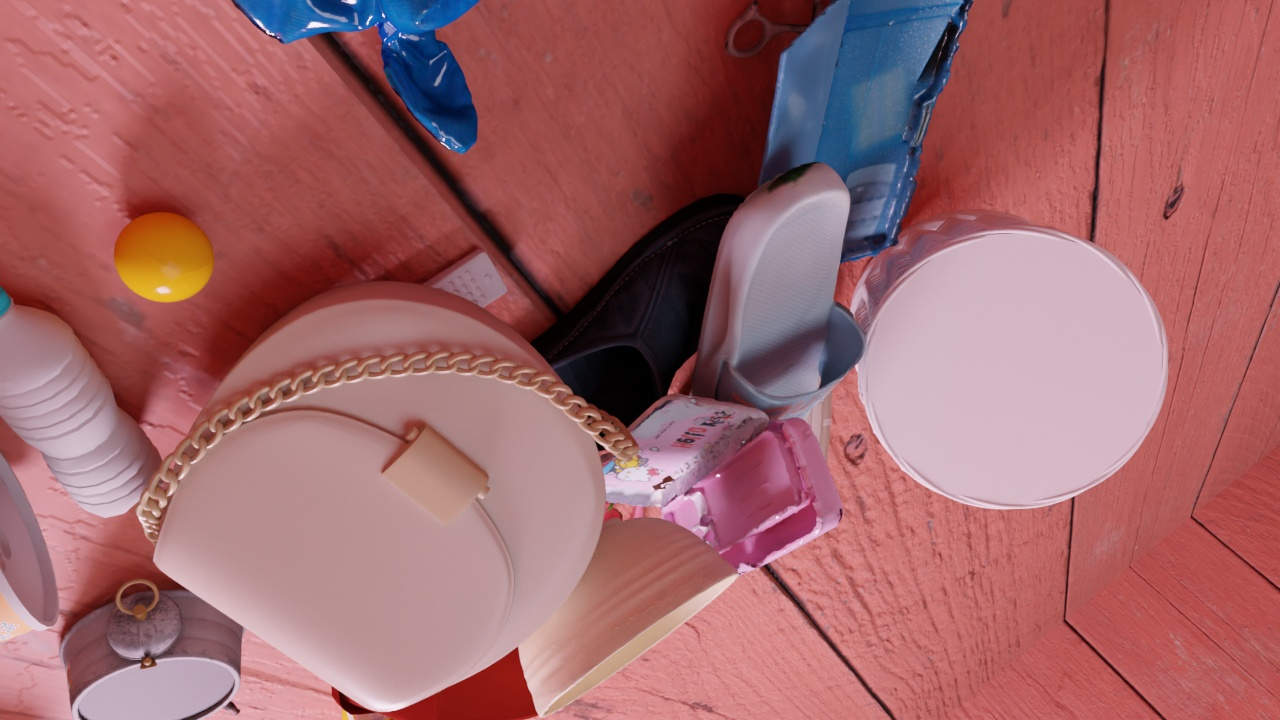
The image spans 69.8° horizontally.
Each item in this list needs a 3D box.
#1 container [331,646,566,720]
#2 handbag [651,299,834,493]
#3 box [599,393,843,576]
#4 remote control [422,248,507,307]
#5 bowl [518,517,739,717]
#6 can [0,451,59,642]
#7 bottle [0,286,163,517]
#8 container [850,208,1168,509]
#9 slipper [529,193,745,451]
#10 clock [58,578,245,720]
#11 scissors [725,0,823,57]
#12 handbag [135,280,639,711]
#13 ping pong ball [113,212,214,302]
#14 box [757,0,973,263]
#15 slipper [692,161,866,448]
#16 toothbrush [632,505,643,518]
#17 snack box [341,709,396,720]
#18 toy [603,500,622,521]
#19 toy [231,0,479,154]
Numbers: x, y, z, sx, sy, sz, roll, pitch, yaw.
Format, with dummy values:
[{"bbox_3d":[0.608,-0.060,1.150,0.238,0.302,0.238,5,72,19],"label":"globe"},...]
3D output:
[{"bbox_3d":[-0.155,0.195,0.671,0.147,0.201,0.127,7,87,-45],"label":"container"},{"bbox_3d":[0.104,0.020,0.758,0.175,0.062,0.198,-5,123,-38],"label":"handbag"},{"bbox_3d":[0.032,0.094,0.615,0.101,0.111,0.202,-8,160,-25],"label":"box"},{"bbox_3d":[-0.138,-0.018,0.526,0.131,0.012,0.033,-34,136,-8],"label":"remote control"},{"bbox_3d":[-0.019,0.149,0.581,0.150,0.075,0.151,-33,162,-12],"label":"bowl"},{"bbox_3d":[-0.351,0.101,0.395,0.143,0.099,0.099,-21,140,-23],"label":"can"},{"bbox_3d":[-0.270,0.020,0.427,0.044,0.044,0.136,-25,141,-19],"label":"bottle"},{"bbox_3d":[0.250,-0.010,0.664,0.189,0.189,0.186,-52,178,16],"label":"container"},{"bbox_3d":[-0.003,0.004,0.608,0.265,0.083,0.109,-40,142,-6],"label":"slipper"},{"bbox_3d":[-0.296,0.177,0.559,0.103,0.056,0.148,-7,138,-24],"label":"clock"},{"bbox_3d":[0.112,-0.208,0.545,0.152,0.014,0.131,-10,135,-30],"label":"scissors"},{"bbox_3d":[-0.132,0.067,0.501,0.208,0.103,0.210,-46,109,1],"label":"handbag"},{"bbox_3d":[-0.213,-0.046,0.411,0.040,0.040,0.040,-23,141,-21],"label":"ping pong ball"},{"bbox_3d":[0.117,-0.134,0.579,0.174,0.060,0.232,-31,149,-25],"label":"box"},{"bbox_3d":[0.092,-0.013,0.574,0.103,0.074,0.246,-30,147,-20],"label":"slipper"},{"bbox_3d":[-0.006,0.150,0.815,0.021,0.016,0.135,-11,135,-33],"label":"toothbrush"},{"bbox_3d":[-0.184,0.302,0.764,0.105,0.083,0.061,-11,134,-32],"label":"snack box"},{"bbox_3d":[-0.053,0.145,0.744,0.103,0.046,0.084,28,96,-42],"label":"toy"},{"bbox_3d":[-0.070,-0.167,0.389,0.176,0.071,0.113,-40,133,0],"label":"toy"}]
